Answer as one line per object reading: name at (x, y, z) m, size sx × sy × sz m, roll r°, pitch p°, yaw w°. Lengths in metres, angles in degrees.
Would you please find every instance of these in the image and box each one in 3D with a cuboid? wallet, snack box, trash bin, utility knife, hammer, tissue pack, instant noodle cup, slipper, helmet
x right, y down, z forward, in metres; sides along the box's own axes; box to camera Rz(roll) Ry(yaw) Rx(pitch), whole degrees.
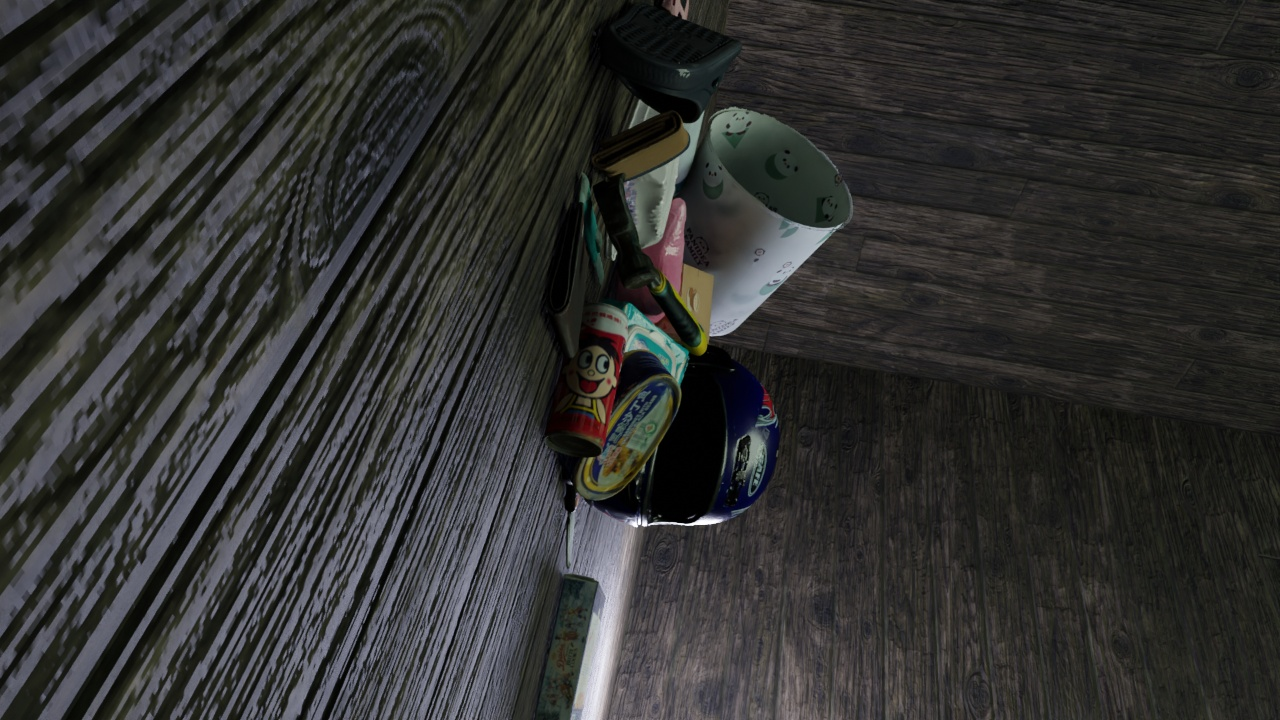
wallet at (0.002, -0.196, 0.849) m, size 0.115 × 0.090 × 0.033 m, roll -47°, pitch 112°, yaw -81°
snack box at (-0.085, 0.370, 1.140) m, size 0.178 × 0.046 × 0.182 m, roll 88°, pitch 13°, yaw -69°
trash bin at (0.132, -0.182, 1.296) m, size 0.253 × 0.229 × 0.228 m, roll -53°, pitch -165°, yaw 42°
utility knife at (-0.043, -0.113, 0.851) m, size 0.223 × 0.013 × 0.029 m, roll 83°, pitch 16°, yaw -75°
hammer at (0.019, -0.077, 0.909) m, size 0.323 × 0.032 × 0.126 m, roll 48°, pitch 22°, yaw -67°
wallet at (-0.057, -0.064, 0.759) m, size 0.122 × 0.020 × 0.096 m, roll 91°, pitch 9°, yaw -75°
snack box at (0.035, -0.073, 1.207) m, size 0.077 × 0.095 × 0.092 m, roll 15°, pitch 78°, yaw -54°
tissue pack at (-0.006, 0.005, 0.933) m, size 0.133 × 0.050 × 0.093 m, roll 37°, pitch 61°, yaw -40°
instant noodle cup at (0.007, -0.203, 1.010) m, size 0.173 × 0.060 × 0.138 m, roll -74°, pitch 172°, yaw -45°
slipper at (0.018, -0.264, 0.835) m, size 0.267 × 0.111 × 0.083 m, roll -60°, pitch 174°, yaw -62°
helmet at (0.064, 0.107, 1.226) m, size 0.315 × 0.240 × 0.247 m, roll -57°, pitch 156°, yaw -75°

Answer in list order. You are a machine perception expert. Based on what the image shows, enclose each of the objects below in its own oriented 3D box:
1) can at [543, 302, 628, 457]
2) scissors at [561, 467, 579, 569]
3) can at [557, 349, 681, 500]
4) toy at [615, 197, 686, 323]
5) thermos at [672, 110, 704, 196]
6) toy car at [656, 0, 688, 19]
can at (-0.047, 0.016, 0.824) m, size 0.053 × 0.053 × 0.132 m, roll 90°, pitch 11°, yaw -65°
scissors at (-0.068, 0.132, 1.005) m, size 0.235 × 0.022 × 0.142 m, roll 93°, pitch 8°, yaw -54°
can at (-0.021, 0.062, 0.873) m, size 0.148 × 0.074 × 0.049 m, roll -56°, pitch -144°, yaw 14°
toy at (0.009, -0.108, 1.117) m, size 0.179 × 0.074 × 0.194 m, roll 134°, pitch -30°, yaw -62°
thermos at (0.041, -0.282, 1.123) m, size 0.225 × 0.073 × 0.073 m, roll 102°, pitch 0°, yaw -66°
toy car at (0.038, -0.412, 1.101) m, size 0.122 × 0.037 × 0.056 m, roll 89°, pitch 13°, yaw -71°
